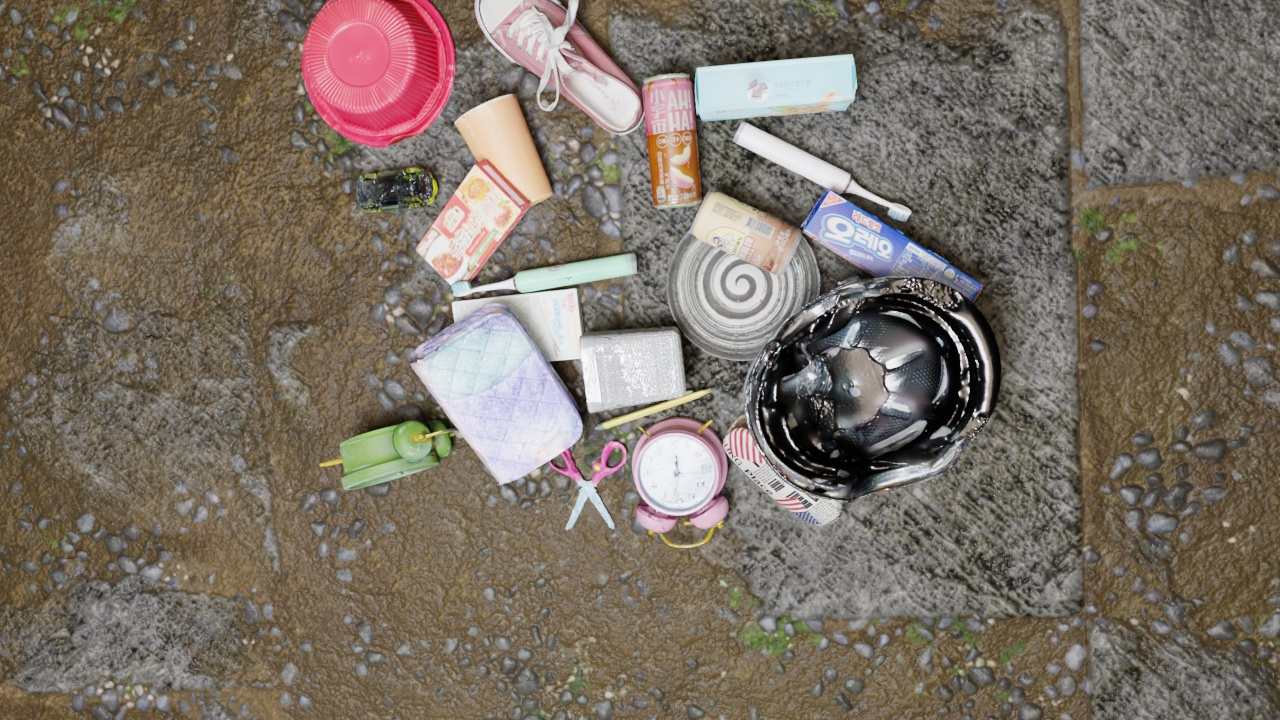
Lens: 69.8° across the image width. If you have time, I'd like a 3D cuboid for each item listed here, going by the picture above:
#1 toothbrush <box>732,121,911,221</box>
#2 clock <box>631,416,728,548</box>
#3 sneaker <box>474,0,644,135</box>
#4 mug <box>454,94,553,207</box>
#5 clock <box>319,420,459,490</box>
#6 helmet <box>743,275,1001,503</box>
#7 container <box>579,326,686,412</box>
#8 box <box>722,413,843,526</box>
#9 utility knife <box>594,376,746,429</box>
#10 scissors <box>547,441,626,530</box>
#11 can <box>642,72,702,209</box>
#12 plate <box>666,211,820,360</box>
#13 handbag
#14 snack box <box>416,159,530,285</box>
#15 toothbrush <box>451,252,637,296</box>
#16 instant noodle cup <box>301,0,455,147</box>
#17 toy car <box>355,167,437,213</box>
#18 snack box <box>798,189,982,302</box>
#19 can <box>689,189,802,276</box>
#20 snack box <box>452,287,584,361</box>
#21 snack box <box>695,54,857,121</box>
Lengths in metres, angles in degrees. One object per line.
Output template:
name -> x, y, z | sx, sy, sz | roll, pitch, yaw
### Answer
toothbrush -> 0.210, -0.216, 1.057 | 0.221, 0.026, 0.026 | 27, 138, 2
clock -> 0.047, 0.149, 1.101 | 0.117, 0.059, 0.158 | -6, 98, 8
sneaker -> -0.093, -0.350, 1.042 | 0.241, 0.087, 0.118 | 42, 99, -1
mug -> -0.154, -0.238, 1.073 | 0.078, 0.078, 0.123 | -25, 99, 8
clock -> -0.291, 0.109, 1.108 | 0.161, 0.116, 0.056 | -18, 84, 11
helmet -> 0.240, 0.032, 1.019 | 0.274, 0.157, 0.230 | -29, 90, -5
container -> -0.006, 0.006, 1.077 | 0.114, 0.090, 0.090 | -7, 96, 4
box -> 0.166, 0.136, 1.076 | 0.163, 0.083, 0.075 | 40, 110, -2
utility knife -> 0.047, 0.049, 1.106 | 0.221, 0.031, 0.022 | -14, 92, 6
scissors -> -0.071, 0.151, 1.138 | 0.130, 0.017, 0.133 | 27, 103, 0
can -> 0.037, -0.249, 1.051 | 0.058, 0.058, 0.147 | -5, 100, 7
plate -> 0.121, -0.089, 1.084 | 0.179, 0.024, 0.179 | 1, 96, 8
handbag -> -0.164, 0.038, 1.081 | 0.134, 0.075, 0.194 | -32, 109, 0
snack box -> -0.199, -0.156, 1.077 | 0.075, 0.025, 0.153 | 45, 126, -2
toothbrush -> -0.114, -0.099, 1.095 | 0.224, 0.026, 0.027 | -9, 121, 2
instant noodle cup -> -0.319, -0.353, 1.079 | 0.194, 0.065, 0.194 | 1, 98, 5
toy car -> -0.295, -0.206, 1.111 | 0.105, 0.032, 0.048 | -3, 97, 18
snack box -> 0.282, -0.118, 1.044 | 0.207, 0.058, 0.057 | 32, 99, 1
can -> 0.119, -0.144, 1.035 | 0.116, 0.058, 0.058 | 25, 99, 4
snack box -> -0.147, -0.038, 1.117 | 0.157, 0.027, 0.085 | -5, 96, 7
snack box -> 0.149, -0.304, 1.028 | 0.175, 0.074, 0.051 | -3, 97, 7
